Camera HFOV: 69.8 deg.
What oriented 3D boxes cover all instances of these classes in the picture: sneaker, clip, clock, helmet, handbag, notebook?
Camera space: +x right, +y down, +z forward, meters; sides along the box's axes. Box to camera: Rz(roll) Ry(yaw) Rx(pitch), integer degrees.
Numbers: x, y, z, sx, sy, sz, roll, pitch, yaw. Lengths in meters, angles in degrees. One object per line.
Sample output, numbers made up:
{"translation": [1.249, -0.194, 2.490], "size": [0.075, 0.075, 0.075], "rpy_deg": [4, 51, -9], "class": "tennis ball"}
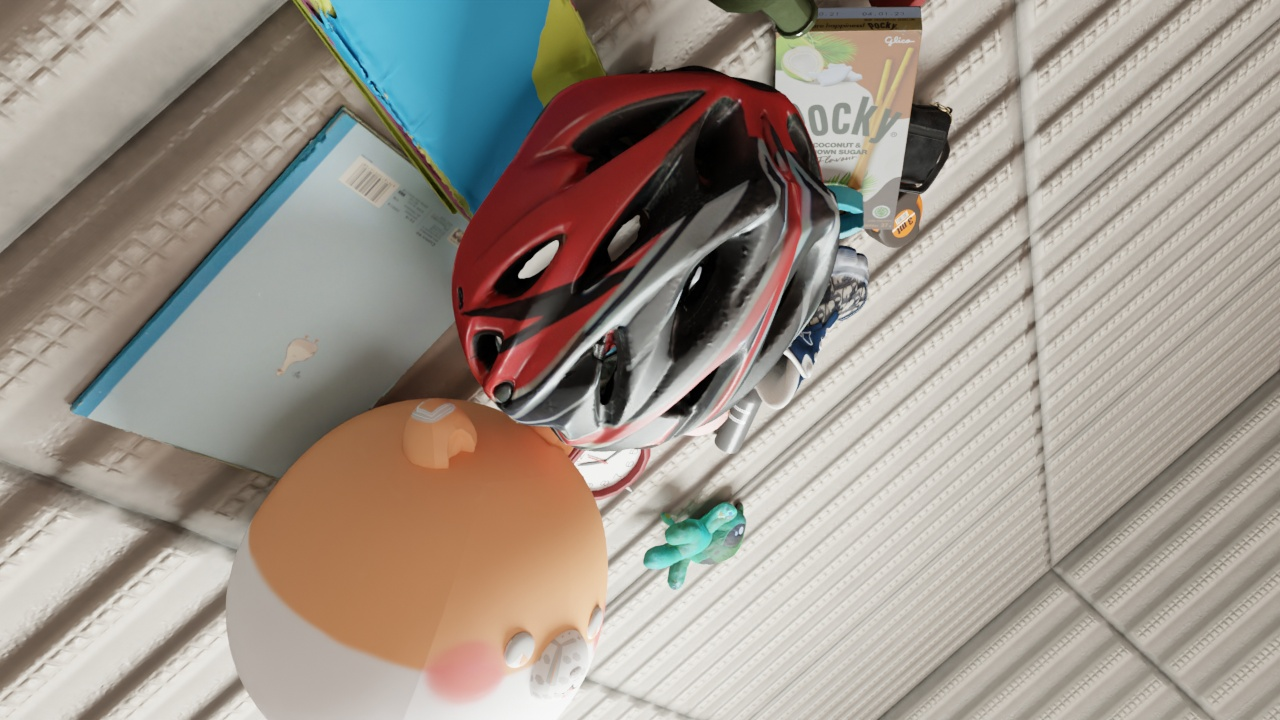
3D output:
{"translation": [0.115, -0.026, 0.778], "size": [0.103, 0.132, 0.268], "rpy_deg": [-11, 177, 41], "class": "sneaker"}
{"translation": [0.127, -0.114, 0.772], "size": [0.120, 0.027, 0.103], "rpy_deg": [-4, 147, 16], "class": "clip"}
{"translation": [-0.049, 0.082, 0.844], "size": [0.137, 0.048, 0.096], "rpy_deg": [12, 120, -39], "class": "clock"}
{"translation": [0.004, -0.043, 0.558], "size": [0.217, 0.167, 0.273], "rpy_deg": [0, 139, -38], "class": "helmet"}
{"translation": [0.232, -0.196, 0.814], "size": [0.128, 0.054, 0.079], "rpy_deg": [-3, 126, -38], "class": "handbag"}
{"translation": [-0.218, -0.026, 0.617], "size": [0.253, 0.009, 0.181], "rpy_deg": [-45, 144, 6], "class": "notebook"}

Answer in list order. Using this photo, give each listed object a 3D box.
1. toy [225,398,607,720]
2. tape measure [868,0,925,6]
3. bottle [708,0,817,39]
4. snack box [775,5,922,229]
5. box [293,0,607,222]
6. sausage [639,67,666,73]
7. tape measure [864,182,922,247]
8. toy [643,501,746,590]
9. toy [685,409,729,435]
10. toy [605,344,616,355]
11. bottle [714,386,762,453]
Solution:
{"translation": [-0.145, 0.154, 0.661], "size": [0.262, 0.266, 0.281], "rpy_deg": [2, 114, -57], "class": "toy"}
{"translation": [0.192, -0.288, 0.686], "size": [0.019, 0.059, 0.052], "rpy_deg": [-17, 168, -30], "class": "tape measure"}
{"translation": [0.051, -0.264, 0.560], "size": [0.071, 0.071, 0.206], "rpy_deg": [-50, 143, 12], "class": "bottle"}
{"translation": [0.158, -0.184, 0.725], "size": [0.101, 0.031, 0.186], "rpy_deg": [3, 141, 10], "class": "snack box"}
{"translation": [-0.100, -0.177, 0.507], "size": [0.124, 0.080, 0.221], "rpy_deg": [-43, 142, -6], "class": "box"}
{"translation": [-0.036, -0.147, 0.648], "size": [0.155, 0.020, 0.020], "rpy_deg": [-48, 144, 10], "class": "sausage"}
{"translation": [0.246, -0.143, 0.898], "size": [0.058, 0.038, 0.059], "rpy_deg": [-42, 131, 0], "class": "tape measure"}
{"translation": [0.069, 0.206, 1.081], "size": [0.131, 0.072, 0.193], "rpy_deg": [-52, 152, 17], "class": "toy"}
{"translation": [0.058, 0.033, 0.882], "size": [0.105, 0.053, 0.108], "rpy_deg": [-37, 145, 26], "class": "toy"}
{"translation": [-0.005, 0.004, 0.776], "size": [0.176, 0.096, 0.112], "rpy_deg": [31, 118, -29], "class": "toy"}
{"translation": [0.111, 0.048, 0.979], "size": [0.030, 0.030, 0.113], "rpy_deg": [-10, 134, -36], "class": "bottle"}
